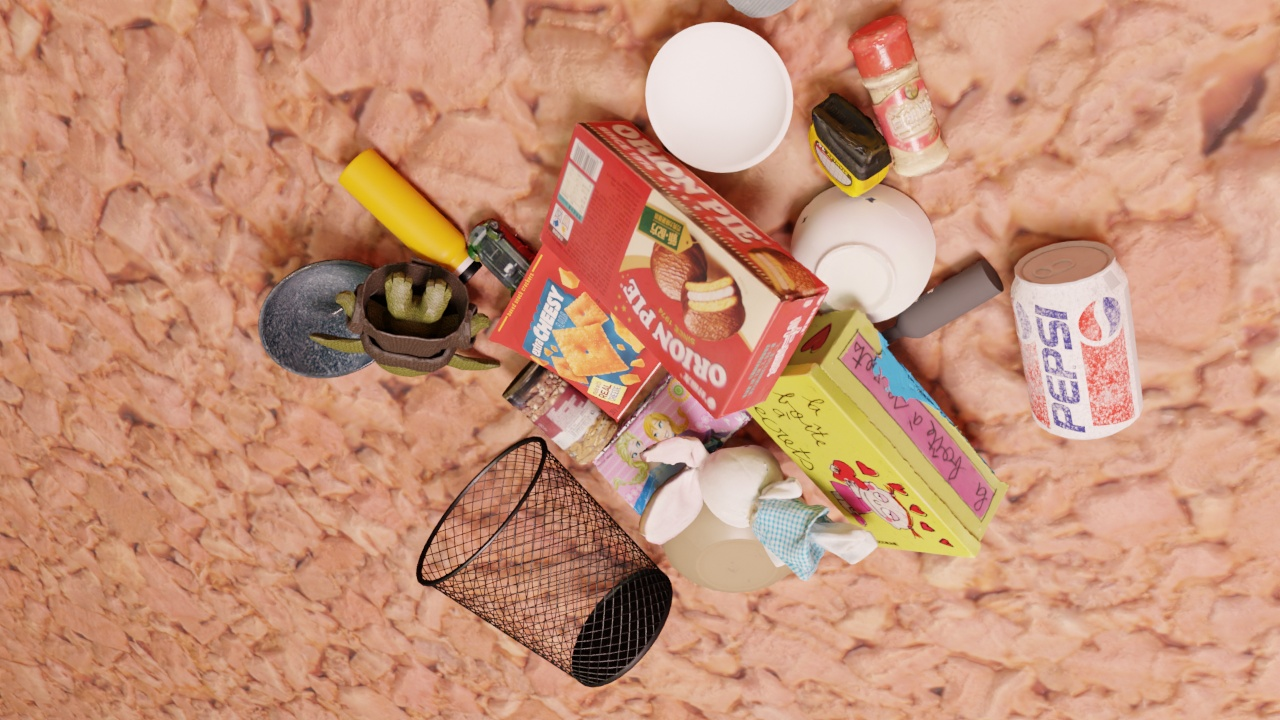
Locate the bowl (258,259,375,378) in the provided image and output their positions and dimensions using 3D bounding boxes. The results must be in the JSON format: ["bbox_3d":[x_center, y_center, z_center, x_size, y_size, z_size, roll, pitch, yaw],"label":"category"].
[{"bbox_3d":[-0.310,-0.053,0.907,0.137,0.057,0.137,-18,134,-20],"label":"bowl"}]

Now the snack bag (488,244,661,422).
[{"bbox_3d":[-0.051,-0.023,0.827,0.144,0.039,0.131,34,129,-4],"label":"snack bag"}]

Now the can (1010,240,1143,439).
[{"bbox_3d":[0.326,-0.014,0.687,0.078,0.078,0.136,-9,119,26],"label":"can"}]

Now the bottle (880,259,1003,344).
[{"bbox_3d":[0.232,-0.039,0.737,0.030,0.030,0.113,46,126,-12],"label":"bottle"}]

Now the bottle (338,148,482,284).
[{"bbox_3d":[-0.206,-0.127,0.838,0.143,0.043,0.043,44,126,-11],"label":"bottle"}]

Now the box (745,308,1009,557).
[{"bbox_3d":[0.183,0.062,0.753,0.221,0.080,0.125,44,157,-21],"label":"box"}]

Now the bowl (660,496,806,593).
[{"bbox_3d":[0.094,0.181,0.898,0.152,0.050,0.153,1,130,1],"label":"bowl"}]

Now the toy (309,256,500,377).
[{"bbox_3d":[-0.213,-0.036,0.856,0.179,0.078,0.153,9,158,-15],"label":"toy"}]

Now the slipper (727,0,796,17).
[{"bbox_3d":[0.019,-0.347,0.608,0.268,0.054,0.098,37,126,-19],"label":"slipper"}]

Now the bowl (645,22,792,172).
[{"bbox_3d":[0.063,-0.201,0.687,0.110,0.040,0.110,10,125,15],"label":"bowl"}]

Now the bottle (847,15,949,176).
[{"bbox_3d":[0.184,-0.185,0.650,0.044,0.044,0.109,-15,117,28],"label":"bottle"}]

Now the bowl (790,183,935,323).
[{"bbox_3d":[0.170,-0.076,0.716,0.113,0.063,0.114,10,124,14],"label":"bowl"}]

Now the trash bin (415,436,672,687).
[{"bbox_3d":[-0.089,0.216,0.947,0.185,0.183,0.210,-33,112,34],"label":"trash bin"}]

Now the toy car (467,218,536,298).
[{"bbox_3d":[-0.116,-0.090,0.832,0.091,0.036,0.042,41,127,-10],"label":"toy car"}]

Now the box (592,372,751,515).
[{"bbox_3d":[0.040,0.061,0.863,0.084,0.053,0.231,36,128,-6],"label":"box"}]

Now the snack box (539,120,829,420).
[{"bbox_3d":[0.023,-0.076,0.703,0.236,0.060,0.113,46,131,29],"label":"snack box"}]

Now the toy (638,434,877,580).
[{"bbox_3d":[0.107,0.116,0.796,0.205,0.105,0.131,16,132,23],"label":"toy"}]

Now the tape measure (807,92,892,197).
[{"bbox_3d":[0.154,-0.156,0.670,0.065,0.037,0.064,51,175,26],"label":"tape measure"}]

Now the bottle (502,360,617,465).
[{"bbox_3d":[-0.078,0.048,0.899,0.105,0.056,0.056,42,127,-10],"label":"bottle"}]
